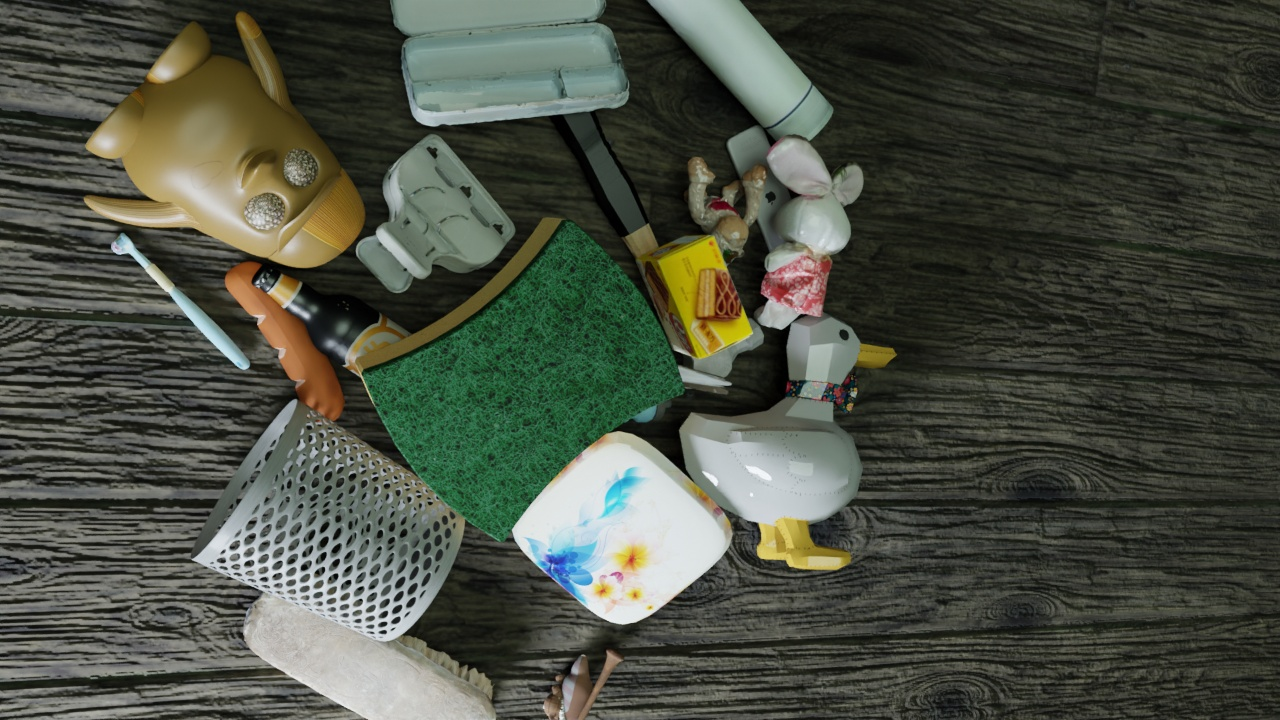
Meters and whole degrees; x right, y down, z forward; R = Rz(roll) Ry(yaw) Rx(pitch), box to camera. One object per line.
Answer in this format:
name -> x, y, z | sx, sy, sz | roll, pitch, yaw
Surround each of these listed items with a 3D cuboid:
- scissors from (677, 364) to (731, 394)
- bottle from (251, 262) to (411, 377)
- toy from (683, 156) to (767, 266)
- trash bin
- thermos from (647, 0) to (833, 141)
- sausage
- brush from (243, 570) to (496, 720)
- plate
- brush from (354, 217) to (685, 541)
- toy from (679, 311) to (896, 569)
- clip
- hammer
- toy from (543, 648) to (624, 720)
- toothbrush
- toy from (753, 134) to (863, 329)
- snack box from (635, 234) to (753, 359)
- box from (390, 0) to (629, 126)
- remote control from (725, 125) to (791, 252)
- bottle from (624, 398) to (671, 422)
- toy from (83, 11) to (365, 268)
scissors -> -0.007, -0.002, 0.924 | 0.188, 0.015, 0.146 | -19, 102, 8
bottle -> -0.265, -0.027, 0.831 | 0.181, 0.059, 0.059 | 37, 85, -30
toy -> 0.080, -0.145, 0.929 | 0.085, 0.074, 0.106 | 5, 78, -22
trash bin -> -0.271, 0.149, 0.822 | 0.183, 0.156, 0.156 | 35, 86, -22
thermos -> 0.097, -0.312, 0.921 | 0.230, 0.068, 0.068 | 43, 83, -19
sausage -> -0.321, -0.017, 0.841 | 0.044, 0.039, 0.164 | -27, 105, -2
brush -> -0.257, 0.299, 0.897 | 0.271, 0.056, 0.083 | 37, 89, -18
plate -> -0.020, 0.178, 0.932 | 0.187, 0.016, 0.187 | 43, 108, -12
brush -> -0.105, 0.014, 0.830 | 0.250, 0.075, 0.195 | -39, 112, -11
toy -> 0.159, 0.081, 0.964 | 0.246, 0.141, 0.267 | 0, 85, -17
clip -> -0.190, -0.128, 0.845 | 0.124, 0.075, 0.143 | 49, 51, -15
hammer -> 0.001, -0.119, 0.933 | 0.131, 0.039, 0.328 | -32, 106, -10
toy -> -0.065, 0.347, 0.975 | 0.055, 0.041, 0.101 | 26, 77, 19
toothbrush -> -0.408, -0.050, 0.820 | 0.022, 0.016, 0.155 | -33, 109, 22
toy -> 0.171, -0.125, 0.953 | 0.158, 0.084, 0.194 | 3, 106, -45
snack box -> 0.051, -0.062, 0.892 | 0.061, 0.083, 0.106 | -26, 103, -11
box -> -0.125, -0.312, 0.858 | 0.209, 0.061, 0.192 | -13, 80, -17
remote control -> 0.137, -0.176, 0.983 | 0.045, 0.008, 0.147 | -29, 106, -12
bottle -> -0.030, 0.043, 0.944 | 0.130, 0.040, 0.040 | 1, 97, -18
toy -> -0.326, -0.158, 0.765 | 0.203, 0.162, 0.198 | 41, 84, -30
